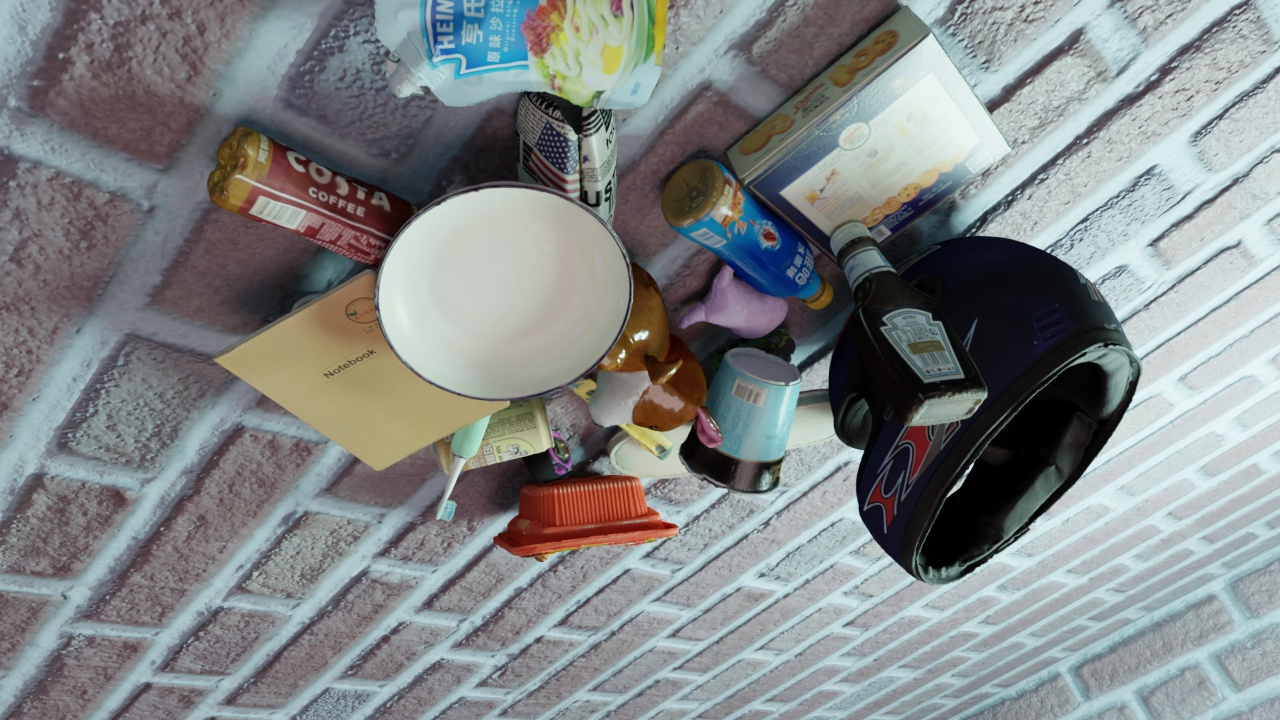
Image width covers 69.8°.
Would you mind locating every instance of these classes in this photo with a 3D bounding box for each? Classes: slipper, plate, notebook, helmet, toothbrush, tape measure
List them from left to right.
[{"bbox_3d":[-0.222,0.018,0.766,0.148,0.008,0.208,-27,141,9],"label":"notebook"},{"bbox_3d":[-0.157,0.058,0.864,0.027,0.026,0.225,18,109,-16],"label":"toothbrush"},{"bbox_3d":[-0.103,-0.054,0.700,0.192,0.039,0.193,-6,128,-8],"label":"plate"},{"bbox_3d":[-0.098,0.100,0.977,0.039,0.057,0.057,-30,164,15],"label":"tape measure"},{"bbox_3d":[0.095,0.072,1.026,0.274,0.054,0.114,-12,139,7],"label":"slipper"},{"bbox_3d":[0.302,0.028,0.901,0.247,0.240,0.316,19,112,-38],"label":"helmet"}]

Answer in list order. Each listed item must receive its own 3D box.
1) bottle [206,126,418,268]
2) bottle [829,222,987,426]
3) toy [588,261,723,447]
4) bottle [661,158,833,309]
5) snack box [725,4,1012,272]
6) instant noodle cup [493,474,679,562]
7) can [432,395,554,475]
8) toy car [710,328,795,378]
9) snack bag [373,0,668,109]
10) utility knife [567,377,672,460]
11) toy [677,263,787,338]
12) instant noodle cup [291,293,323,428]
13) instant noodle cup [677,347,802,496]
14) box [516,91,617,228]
[{"bbox_3d":[-0.218,-0.107,0.670,0.174,0.057,0.058,22,126,-41],"label":"bottle"},{"bbox_3d":[0.209,-0.036,0.758,0.079,0.194,0.044,-6,143,-18],"label":"bottle"},{"bbox_3d":[-0.005,0.005,0.843,0.130,0.140,0.199,-43,136,1],"label":"toy"},{"bbox_3d":[0.107,-0.101,0.814,0.065,0.065,0.218,-38,139,23],"label":"bottle"},{"bbox_3d":[0.196,-0.176,0.775,0.178,0.045,0.182,-37,140,23],"label":"snack box"},{"bbox_3d":[-0.067,0.172,1.023,0.188,0.079,0.165,-4,176,-20],"label":"instant noodle cup"},{"bbox_3d":[-0.149,0.074,0.922,0.116,0.058,0.059,-13,142,-8],"label":"can"},{"bbox_3d":[0.117,-0.005,0.958,0.091,0.036,0.043,-22,141,7],"label":"toy car"},{"bbox_3d":[-0.076,-0.220,0.595,0.190,0.039,0.110,-4,124,-21],"label":"snack bag"},{"bbox_3d":[-0.031,0.049,0.950,0.031,0.021,0.198,-35,120,23],"label":"utility knife"},{"bbox_3d":[0.097,-0.049,0.894,0.108,0.039,0.084,14,131,-39],"label":"toy"},{"bbox_3d":[-0.229,0.015,0.817,0.173,0.060,0.138,7,135,-28],"label":"instant noodle cup"},{"bbox_3d":[0.106,0.055,0.914,0.111,0.111,0.121,4,116,-27],"label":"instant noodle cup"},{"bbox_3d":[-0.062,-0.136,0.708,0.087,0.076,0.163,5,143,0],"label":"box"}]
